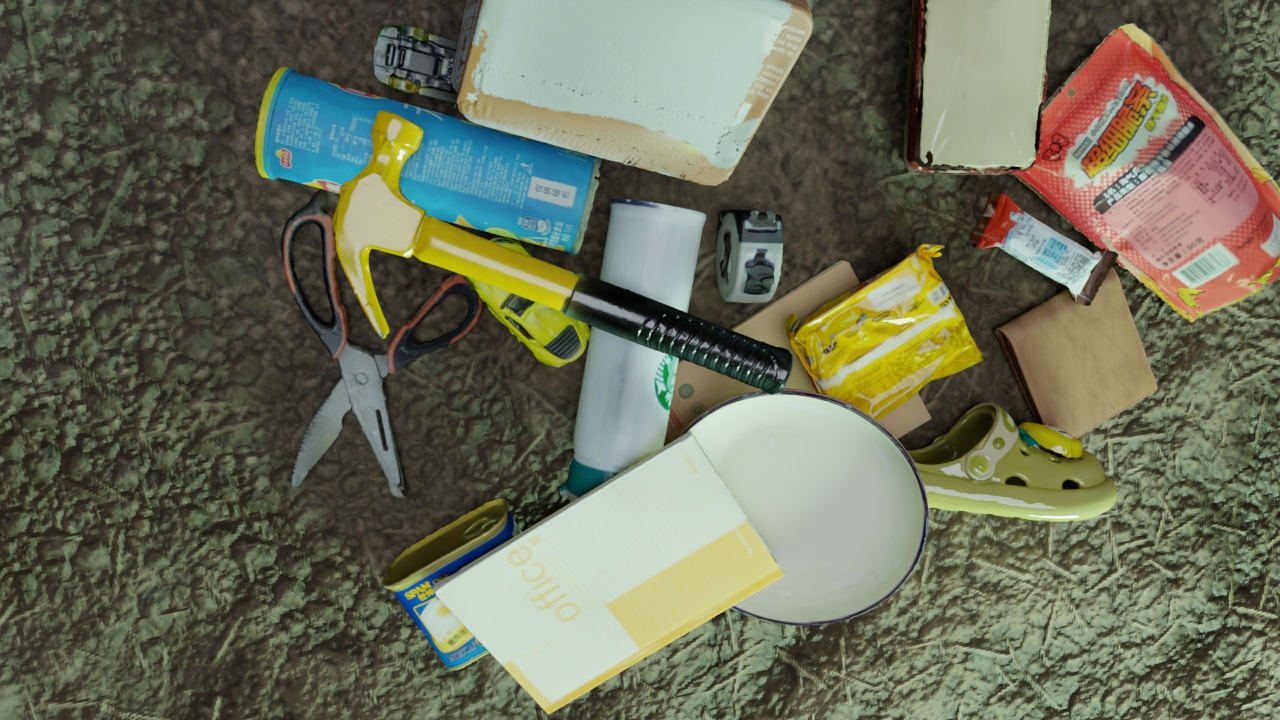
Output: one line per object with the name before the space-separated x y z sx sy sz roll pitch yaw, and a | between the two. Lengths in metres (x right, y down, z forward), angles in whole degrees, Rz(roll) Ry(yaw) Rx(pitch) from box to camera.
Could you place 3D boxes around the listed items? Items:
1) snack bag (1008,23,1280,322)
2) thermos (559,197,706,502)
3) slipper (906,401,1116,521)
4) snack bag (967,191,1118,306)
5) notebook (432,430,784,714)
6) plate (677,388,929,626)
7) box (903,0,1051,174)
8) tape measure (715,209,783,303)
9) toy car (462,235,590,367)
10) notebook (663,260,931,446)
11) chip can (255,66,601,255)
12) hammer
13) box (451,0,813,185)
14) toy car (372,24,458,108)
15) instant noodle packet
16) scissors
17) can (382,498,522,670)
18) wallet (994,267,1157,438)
snack bag | 0.382 -0.131 0.679 0.208 0.073 0.129 39 107 -8
thermos | -0.004 0.004 0.642 0.073 0.073 0.224 9 97 -9
slipper | 0.264 0.074 0.689 0.190 0.091 0.081 3 98 -5
snack bag | 0.302 -0.084 0.689 0.104 0.026 0.048 26 98 -2
notebook | -0.018 0.154 0.642 0.206 0.010 0.146 -31 115 5
plate | 0.108 0.103 0.667 0.192 0.039 0.193 5 113 12
box | 0.232 -0.212 0.623 0.091 0.078 0.168 2 102 9
tape measure | 0.075 -0.073 0.645 0.033 0.066 0.066 0 99 -9
toy car | -0.077 -0.040 0.641 0.048 0.032 0.105 -44 111 -7
notebook | 0.102 0.039 0.700 0.207 0.008 0.148 -32 104 0
chip can | -0.135 -0.129 0.605 0.210 0.071 0.071 13 99 -11
hammer | -0.044 -0.042 0.579 0.300 0.033 0.129 20 97 -11
box | -0.011 -0.193 0.543 0.181 0.166 0.150 10 98 -22
toy car | -0.130 -0.193 0.609 0.091 0.036 0.043 10 97 -18
instant noodle packet | 0.180 -0.015 0.672 0.128 0.044 0.111 -30 110 3
scissors | -0.195 -0.009 0.648 0.189 0.015 0.225 43 93 -13
can | -0.121 0.164 0.671 0.102 0.057 0.083 -30 106 -1
wallet | 0.344 -0.001 0.720 0.101 0.020 0.115 -29 106 -2
